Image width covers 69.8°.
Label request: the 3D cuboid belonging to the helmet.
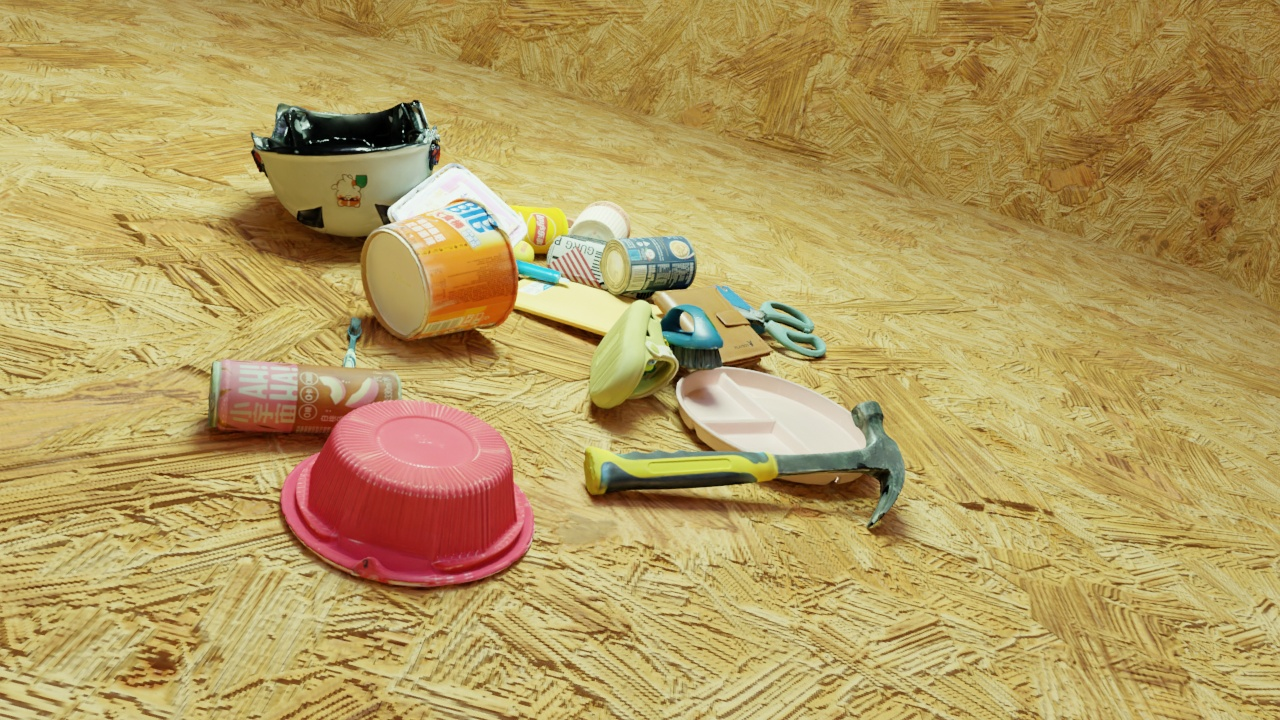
[{"bbox_3d":[-0.375,-0.239,1.196,0.230,0.157,0.274,-7,30,-14],"label":"helmet"}]

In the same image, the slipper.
[{"bbox_3d":[-0.006,0.006,0.997,0.081,0.092,0.190,39,21,-11],"label":"slipper"}]

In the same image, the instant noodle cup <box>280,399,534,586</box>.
[{"bbox_3d":[-0.169,0.087,0.701,0.194,0.066,0.193,13,22,-6],"label":"instant noodle cup"}]

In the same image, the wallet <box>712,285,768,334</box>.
[{"bbox_3d":[0.104,-0.064,1.271,0.106,0.040,0.132,40,31,29],"label":"wallet"}]

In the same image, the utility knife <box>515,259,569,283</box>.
[{"bbox_3d":[-0.167,-0.125,1.237,0.160,0.018,0.034,15,19,14],"label":"utility knife"}]

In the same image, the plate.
[{"bbox_3d":[0.146,0.070,1.001,0.229,0.028,0.229,13,22,-6],"label":"plate"}]

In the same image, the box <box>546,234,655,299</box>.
[{"bbox_3d":[-0.051,-0.137,1.319,0.163,0.076,0.087,12,2,-2],"label":"box"}]

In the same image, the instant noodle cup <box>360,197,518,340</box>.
[{"bbox_3d":[-0.222,-0.093,0.990,0.151,0.152,0.111,31,35,31],"label":"instant noodle cup"}]

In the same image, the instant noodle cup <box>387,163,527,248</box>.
[{"bbox_3d":[-0.238,-0.161,1.163,0.138,0.061,0.173,42,37,-8],"label":"instant noodle cup"}]

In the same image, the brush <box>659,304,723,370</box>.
[{"bbox_3d":[0.053,-0.028,1.063,0.055,0.073,0.144,-2,7,-18],"label":"brush"}]

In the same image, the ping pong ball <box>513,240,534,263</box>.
[{"bbox_3d":[-0.168,-0.146,1.272,0.040,0.040,0.040,14,23,-6],"label":"ping pong ball"}]

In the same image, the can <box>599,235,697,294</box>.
[{"bbox_3d":[0.010,-0.129,1.238,0.111,0.075,0.075,-7,32,-32],"label":"can"}]

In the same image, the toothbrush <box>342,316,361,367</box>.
[{"bbox_3d":[-0.281,0.000,0.886,0.016,0.018,0.191,9,23,-17],"label":"toothbrush"}]

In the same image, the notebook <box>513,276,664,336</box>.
[{"bbox_3d":[-0.071,-0.070,1.176,0.206,0.010,0.145,17,23,16],"label":"notebook"}]

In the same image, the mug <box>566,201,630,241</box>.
[{"bbox_3d":[-0.079,-0.194,1.393,0.114,0.082,0.105,14,24,3],"label":"mug"}]

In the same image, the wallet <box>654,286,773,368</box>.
[{"bbox_3d":[0.093,-0.042,1.172,0.107,0.031,0.131,-12,53,-38],"label":"wallet"}]

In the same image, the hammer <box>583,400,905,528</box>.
[{"bbox_3d":[0.105,0.101,0.853,0.322,0.032,0.126,0,56,-21],"label":"hammer"}]

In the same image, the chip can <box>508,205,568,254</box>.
[{"bbox_3d":[-0.209,-0.189,1.302,0.213,0.072,0.072,-2,28,-37],"label":"chip can"}]

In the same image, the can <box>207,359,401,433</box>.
[{"bbox_3d":[-0.277,0.032,0.763,0.147,0.058,0.058,4,25,-27],"label":"can"}]

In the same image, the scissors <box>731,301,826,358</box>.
[{"bbox_3d":[0.189,-0.038,1.257,0.185,0.019,0.129,-2,46,-42],"label":"scissors"}]
